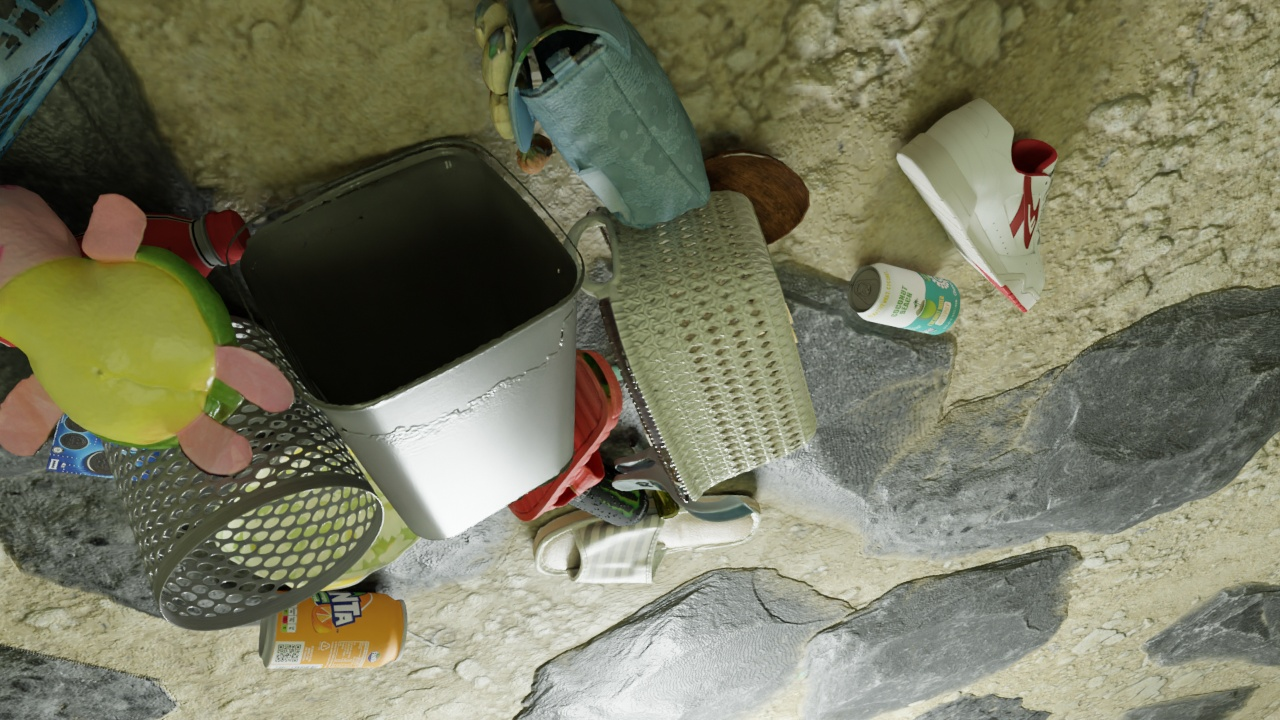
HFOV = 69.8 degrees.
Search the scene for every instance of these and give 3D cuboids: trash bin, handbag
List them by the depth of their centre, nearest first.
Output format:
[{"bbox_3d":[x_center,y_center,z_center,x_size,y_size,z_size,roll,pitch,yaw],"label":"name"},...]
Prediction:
[{"bbox_3d":[-0.038,-0.168,0.615,0.119,0.121,0.192,-26,140,13],"label":"handbag"},{"bbox_3d":[-0.150,-0.001,0.677,0.197,0.197,0.220,-29,147,-19],"label":"trash bin"},{"bbox_3d":[-0.304,0.076,0.681,0.156,0.183,0.157,-30,153,-18],"label":"trash bin"}]

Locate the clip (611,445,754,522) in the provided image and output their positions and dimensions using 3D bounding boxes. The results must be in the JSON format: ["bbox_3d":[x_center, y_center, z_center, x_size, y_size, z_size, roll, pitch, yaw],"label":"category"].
[{"bbox_3d":[0.057,0.075,0.892,0.030,0.173,0.164,45,63,-42],"label":"clip"}]

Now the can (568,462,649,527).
[{"bbox_3d":[-0.050,0.130,0.948,0.054,0.054,0.137,-39,133,19],"label":"can"}]

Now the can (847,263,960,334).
[{"bbox_3d":[0.249,-0.058,0.867,0.101,0.055,0.055,10,129,-27],"label":"can"}]

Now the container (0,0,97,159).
[{"bbox_3d":[-0.517,-0.128,0.497,0.363,0.089,0.257,-40,134,20],"label":"container"}]

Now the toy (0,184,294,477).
[{"bbox_3d":[-0.331,-0.018,0.569,0.238,0.087,0.190,32,110,-3],"label":"toy"}]

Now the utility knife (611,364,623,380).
[{"bbox_3d":[-0.005,0.005,0.871,0.147,0.015,0.022,-20,132,5],"label":"utility knife"}]

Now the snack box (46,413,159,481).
[{"bbox_3d":[-0.421,0.039,0.743,0.082,0.027,0.151,13,128,-31],"label":"snack box"}]

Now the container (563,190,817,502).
[{"bbox_3d":[0.048,-0.014,0.733,0.143,0.184,0.252,-16,134,9],"label":"container"}]

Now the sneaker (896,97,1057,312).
[{"bbox_3d":[0.323,-0.136,0.802,0.104,0.090,0.236,-41,129,13],"label":"sneaker"}]

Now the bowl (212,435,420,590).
[{"bbox_3d":[-0.295,0.129,0.856,0.188,0.060,0.220,-2,135,-19],"label":"bowl"}]

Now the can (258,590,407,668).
[{"bbox_3d":[-0.331,0.290,0.988,0.142,0.079,0.079,9,129,-27],"label":"can"}]

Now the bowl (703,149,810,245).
[{"bbox_3d":[0.080,-0.136,0.745,0.114,0.026,0.102,24,137,-33],"label":"bowl"}]

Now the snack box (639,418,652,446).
[{"bbox_3d":[0.081,0.064,0.950,0.150,0.026,0.082,-21,136,3],"label":"snack box"}]

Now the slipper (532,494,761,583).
[{"bbox_3d":[0.013,0.206,1.052,0.272,0.054,0.115,-8,130,-14],"label":"slipper"}]

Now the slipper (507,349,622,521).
[{"bbox_3d":[-0.070,0.070,0.832,0.059,0.103,0.250,-14,160,-37],"label":"slipper"}]

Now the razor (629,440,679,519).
[{"bbox_3d":[0.012,0.122,0.982,0.026,0.042,0.106,-22,127,5],"label":"razor"}]

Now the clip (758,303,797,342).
[{"bbox_3d":[0.124,-0.038,0.868,0.048,0.046,0.054,-51,139,-15],"label":"clip"}]

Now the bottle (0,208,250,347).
[{"bbox_3d":[-0.361,-0.063,0.637,0.176,0.062,0.062,-18,137,-2],"label":"bottle"}]
